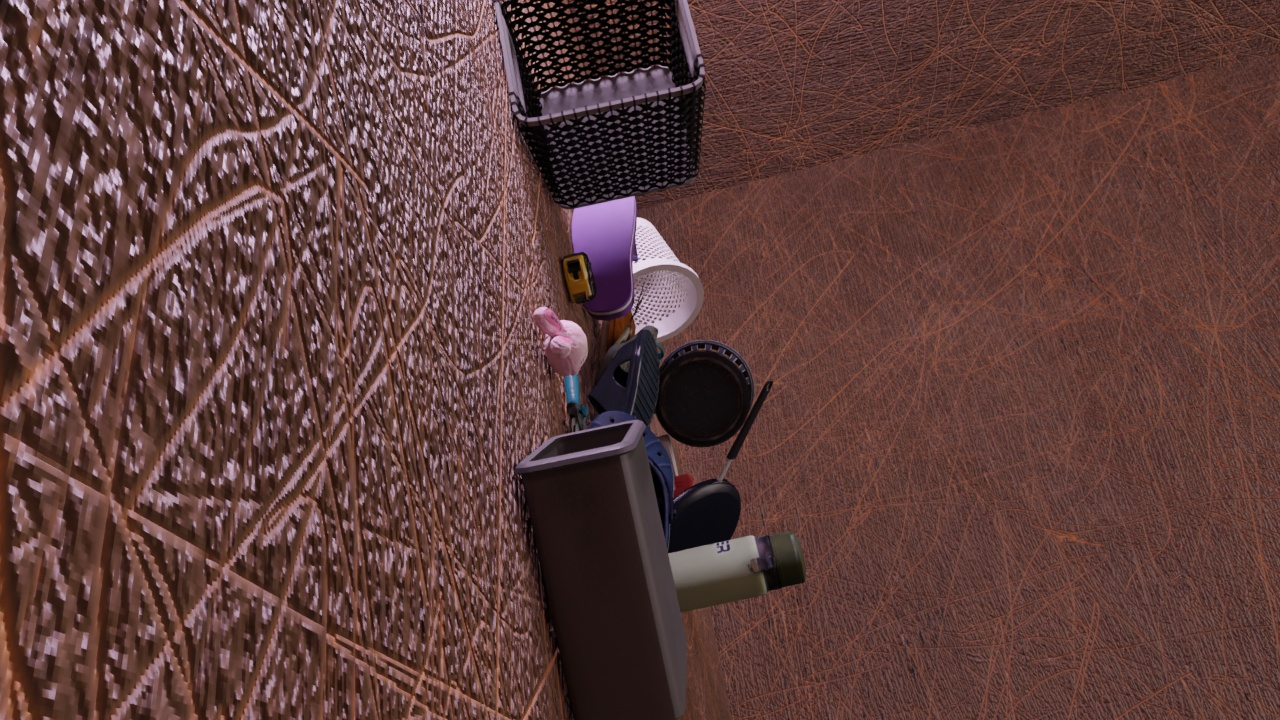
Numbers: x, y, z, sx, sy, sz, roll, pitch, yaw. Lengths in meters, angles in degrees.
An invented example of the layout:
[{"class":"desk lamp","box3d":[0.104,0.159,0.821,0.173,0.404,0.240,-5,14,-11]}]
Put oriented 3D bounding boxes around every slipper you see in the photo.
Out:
[{"class":"slipper","box3d":[-0.051,-0.171,1.519,0.084,0.107,0.266,67,17,-58]},{"class":"slipper","box3d":[-0.009,0.140,0.997,0.252,0.105,0.095,-93,-171,-51]},{"class":"slipper","box3d":[-0.009,0.008,1.446,0.098,0.055,0.268,-66,169,17]},{"class":"slipper","box3d":[-0.034,0.070,1.235,0.101,0.082,0.263,69,28,-55]}]

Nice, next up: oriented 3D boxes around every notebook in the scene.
[{"class":"notebook","box3d":[-0.039,-0.042,1.585,0.179,0.014,0.248,73,16,-46]}]

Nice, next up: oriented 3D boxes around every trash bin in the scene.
[{"class":"trash bin","box3d":[0.096,0.052,1.413,0.227,0.164,0.164,-20,97,-85]},{"class":"trash bin","box3d":[0.000,-0.170,1.798,0.196,0.195,0.199,73,-4,-47]},{"class":"trash bin","box3d":[-0.026,0.176,0.798,0.191,0.097,0.220,-36,114,-86]}]

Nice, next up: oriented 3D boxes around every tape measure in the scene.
[{"class":"tape measure","box3d":[-0.086,-0.117,1.301,0.071,0.042,0.072,-37,111,-82]}]

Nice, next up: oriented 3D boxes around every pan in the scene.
[{"class":"pan","box3d":[0.098,0.181,1.238,0.198,0.357,0.021,6,25,-48]}]

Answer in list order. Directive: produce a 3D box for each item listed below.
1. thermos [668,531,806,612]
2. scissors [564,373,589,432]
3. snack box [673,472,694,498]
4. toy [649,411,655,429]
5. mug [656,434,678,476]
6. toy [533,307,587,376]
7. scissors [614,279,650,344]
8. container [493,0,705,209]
[{"class":"thermos","box3d":[0.091,0.269,1.154,0.082,0.231,0.082,-11,89,-85]},{"class":"scissors","box3d":[-0.075,0.052,1.062,0.156,0.019,0.124,63,14,-78]},{"class":"snack box","box3d":[0.041,0.250,1.371,0.236,0.113,0.060,71,7,-59]},{"class":"toy","box3d":[0.005,0.131,1.489,0.130,0.072,0.193,17,55,-66]},{"class":"mug","box3d":[0.005,0.153,1.351,0.105,0.089,0.073,-40,117,-85]},{"class":"toy","box3d":[-0.083,-0.018,0.985,0.110,0.047,0.063,52,16,-73]},{"class":"scissors","box3d":[-0.022,-0.043,1.449,0.161,0.012,0.158,-56,166,-46]},{"class":"container","box3d":[-0.048,-0.383,1.285,0.244,0.245,0.247,76,3,-69]}]
